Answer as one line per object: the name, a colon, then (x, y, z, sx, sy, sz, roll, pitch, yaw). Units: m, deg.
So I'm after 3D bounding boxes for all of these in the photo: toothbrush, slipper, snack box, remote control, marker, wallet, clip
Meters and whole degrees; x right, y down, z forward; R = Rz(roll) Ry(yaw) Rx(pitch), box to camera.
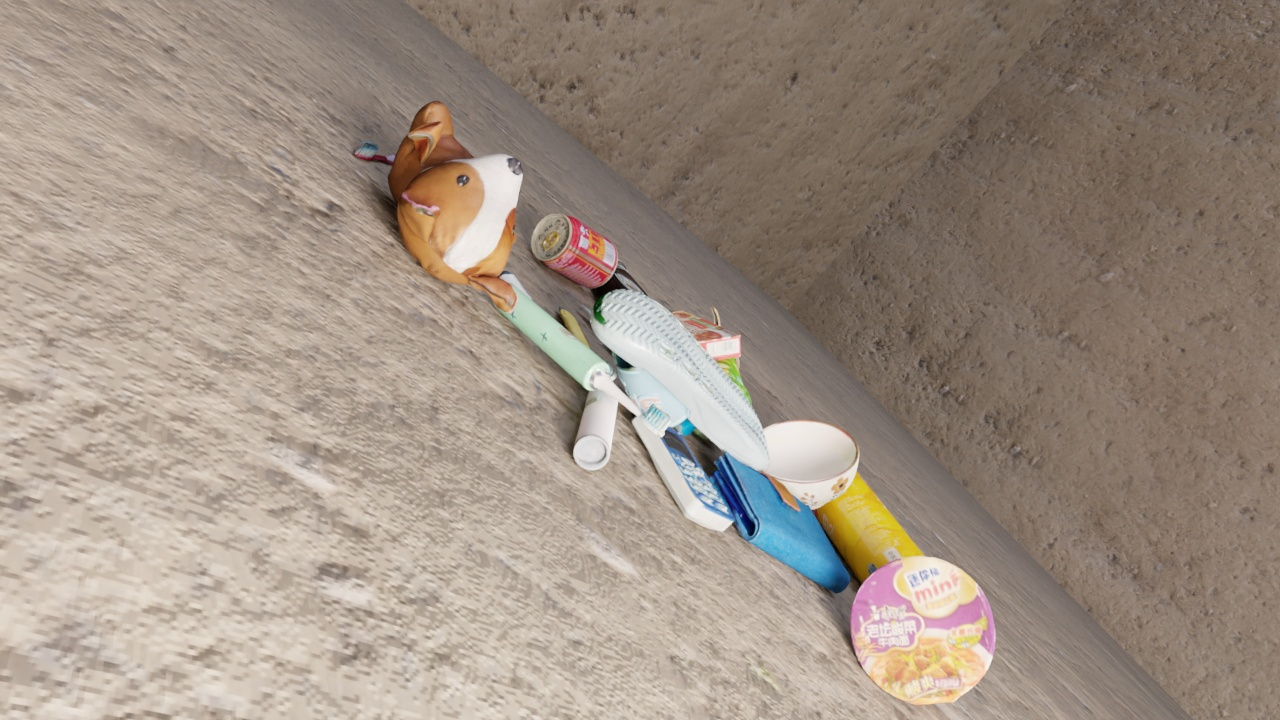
toothbrush: (-0.052, -0.003, 0.731, 0.224, 0.027, 0.026, 39, 13, 38)
slipper: (0.033, 0.027, 0.849, 0.245, 0.074, 0.103, 44, 22, -29)
snack box: (0.046, -0.027, 1.034, 0.075, 0.025, 0.153, -8, 16, -20)
remote control: (0.033, 0.091, 0.754, 0.049, 0.024, 0.125, 33, 16, -37)
marker: (-0.094, -0.037, 0.830, 0.130, 0.018, 0.022, 50, 4, 34)
toothbrush: (-0.251, -0.212, 0.958, 0.016, 0.017, 0.187, 43, 12, 2)
wallet: (0.127, 0.147, 0.831, 0.133, 0.040, 0.106, 35, 18, -32)
clip: (0.092, -0.017, 1.262, 0.104, 0.081, 0.034, 52, 0, -27)
toothbrush: (-0.031, 0.037, 0.737, 0.220, 0.027, 0.026, -84, 150, -76)

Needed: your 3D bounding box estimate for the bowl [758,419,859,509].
bowl: (0.173, 0.117, 0.968, 0.113, 0.113, 0.062, -117, -163, -61)

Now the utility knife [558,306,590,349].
utility knife: (-0.057, -0.019, 0.857, 0.031, 0.020, 0.195, 44, 0, -20)

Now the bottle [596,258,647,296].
bottle: (-0.024, -0.090, 1.186, 0.080, 0.044, 0.194, 37, 12, -22)

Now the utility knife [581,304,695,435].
utility knife: (-0.006, 0.006, 0.957, 0.206, 0.018, 0.034, 49, 14, 33)

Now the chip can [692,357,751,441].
chip can: (0.079, 0.024, 1.029, 0.072, 0.073, 0.221, 40, 11, -9)

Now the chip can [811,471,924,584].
chip can: (0.238, 0.182, 0.964, 0.072, 0.072, 0.213, 35, 13, -30)

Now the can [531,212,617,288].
can: (-0.079, -0.132, 1.098, 0.093, 0.066, 0.066, 25, 20, -53)

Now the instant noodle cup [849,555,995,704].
instant noodle cup: (0.237, 0.224, 0.751, 0.111, 0.111, 0.099, 50, 5, 33)

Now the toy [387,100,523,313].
toy: (-0.149, -0.132, 0.772, 0.140, 0.131, 0.199, 41, 20, -31)
